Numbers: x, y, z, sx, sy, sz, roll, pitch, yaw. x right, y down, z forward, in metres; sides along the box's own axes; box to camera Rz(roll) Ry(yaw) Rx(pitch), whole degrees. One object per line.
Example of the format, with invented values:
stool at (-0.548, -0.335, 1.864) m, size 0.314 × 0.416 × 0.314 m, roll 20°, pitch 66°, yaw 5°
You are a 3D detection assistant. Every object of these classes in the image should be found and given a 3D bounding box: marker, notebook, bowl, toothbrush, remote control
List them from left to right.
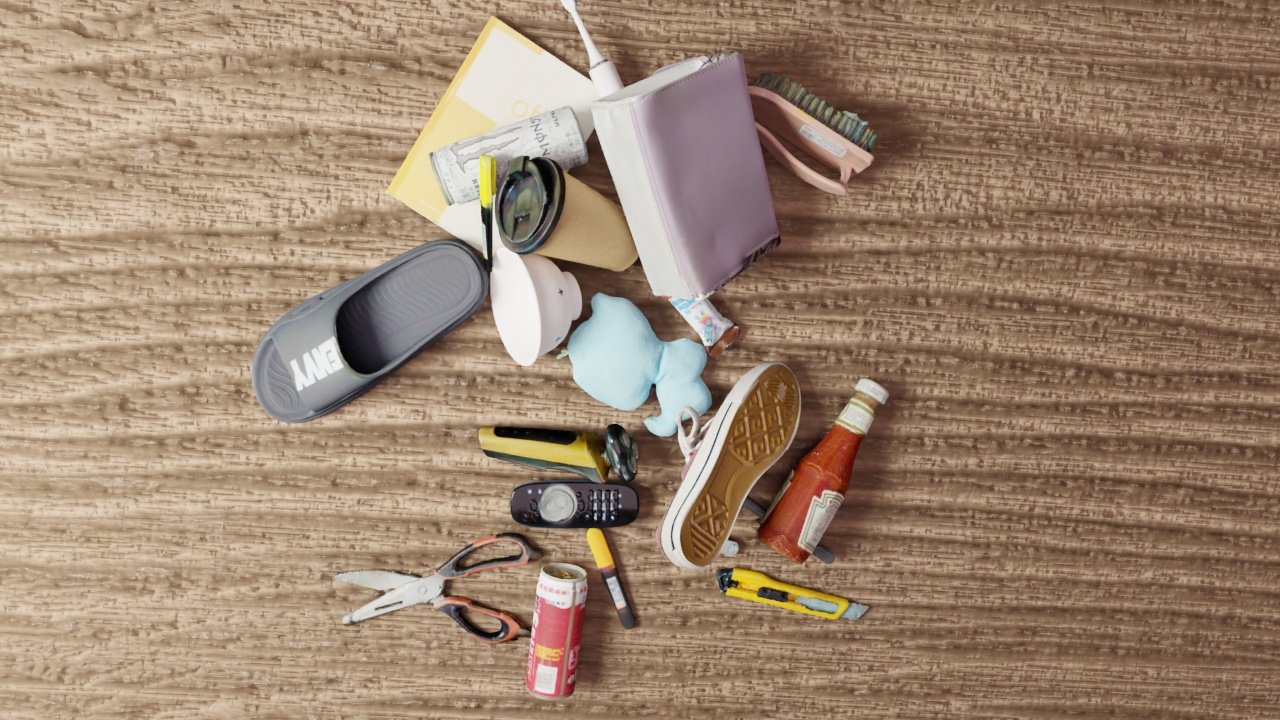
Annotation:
marker at (-0.146, -0.140, 0.883) m, size 0.015 × 0.018 × 0.124 m, roll -10°, pitch 129°, yaw -20°
notebook at (-0.141, -0.218, 0.926) m, size 0.146 × 0.010 × 0.206 m, roll 32°, pitch 94°, yaw -8°
bowl at (-0.098, -0.058, 0.912) m, size 0.064 × 0.118 × 0.118 m, roll -13°, pitch 99°, yaw -28°
remote control at (-0.069, 0.152, 0.974) m, size 0.136 × 0.024 × 0.053 m, roll 1°, pitch 97°, yaw -3°
marker at (-0.031, 0.236, 0.994) m, size 0.018 × 0.015 × 0.124 m, roll -20°, pitch 101°, yaw 0°
toothbrush at (-0.027, -0.263, 0.908) m, size 0.027 × 0.026 × 0.221 m, roll -21°, pitch 105°, yaw 22°
toothbrush at (0.135, 0.167, 0.995) m, size 0.181 × 0.018 × 0.015 m, roll 35°, pitch 91°, yaw -5°

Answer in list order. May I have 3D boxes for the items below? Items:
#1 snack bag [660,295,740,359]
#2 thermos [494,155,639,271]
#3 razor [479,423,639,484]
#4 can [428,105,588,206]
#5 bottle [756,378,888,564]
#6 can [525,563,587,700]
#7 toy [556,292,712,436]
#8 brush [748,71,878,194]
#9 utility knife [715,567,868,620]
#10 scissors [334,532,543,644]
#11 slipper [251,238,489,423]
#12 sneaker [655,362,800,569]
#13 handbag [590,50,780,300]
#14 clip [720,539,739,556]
snack bag at (0.058, -0.053, 0.953) m, size 0.045 × 0.026 × 0.105 m, roll -44°, pitch 99°, yaw -16°
thermos at (-0.067, -0.134, 0.880) m, size 0.143 × 0.093 × 0.093 m, roll 14°, pitch 98°, yaw -43°
razor at (-0.084, 0.089, 0.952) m, size 0.167 × 0.062 × 0.068 m, roll 7°, pitch 119°, yaw 1°
can at (-0.127, -0.199, 0.894) m, size 0.146 × 0.058 × 0.058 m, roll -18°, pitch 98°, yaw -2°
bottle at (0.196, 0.113, 0.965) m, size 0.060 × 0.060 × 0.206 m, roll 32°, pitch 85°, yaw -7°
can at (-0.089, 0.287, 0.976) m, size 0.053 × 0.053 × 0.133 m, roll 7°, pitch 97°, yaw -5°
toy at (-0.006, 0.005, 0.946) m, size 0.156 × 0.050 × 0.161 m, roll -9°, pitch 103°, yaw -12°
brush at (0.160, -0.228, 0.917) m, size 0.145 × 0.063 × 0.073 m, roll 30°, pitch 84°, yaw -6°
utility knife at (0.167, 0.258, 1.008) m, size 0.177 × 0.015 × 0.033 m, roll 14°, pitch 99°, yaw -6°
scissors at (-0.207, 0.246, 0.982) m, size 0.224 × 0.015 × 0.189 m, roll 36°, pitch 94°, yaw -8°
slipper at (-0.275, -0.032, 0.906) m, size 0.268 × 0.083 × 0.110 m, roll -32°, pitch 97°, yaw 2°
sneaker at (0.078, 0.100, 0.936) m, size 0.118 × 0.088 × 0.240 m, roll 45°, pitch 64°, yaw -27°
handbag at (0.050, -0.177, 0.876) m, size 0.144 × 0.098 × 0.197 m, roll -30°, pitch 116°, yaw -25°
clip at (0.081, 0.196, 0.994) m, size 0.058 × 0.044 × 0.027 m, roll 24°, pitch 94°, yaw -12°
